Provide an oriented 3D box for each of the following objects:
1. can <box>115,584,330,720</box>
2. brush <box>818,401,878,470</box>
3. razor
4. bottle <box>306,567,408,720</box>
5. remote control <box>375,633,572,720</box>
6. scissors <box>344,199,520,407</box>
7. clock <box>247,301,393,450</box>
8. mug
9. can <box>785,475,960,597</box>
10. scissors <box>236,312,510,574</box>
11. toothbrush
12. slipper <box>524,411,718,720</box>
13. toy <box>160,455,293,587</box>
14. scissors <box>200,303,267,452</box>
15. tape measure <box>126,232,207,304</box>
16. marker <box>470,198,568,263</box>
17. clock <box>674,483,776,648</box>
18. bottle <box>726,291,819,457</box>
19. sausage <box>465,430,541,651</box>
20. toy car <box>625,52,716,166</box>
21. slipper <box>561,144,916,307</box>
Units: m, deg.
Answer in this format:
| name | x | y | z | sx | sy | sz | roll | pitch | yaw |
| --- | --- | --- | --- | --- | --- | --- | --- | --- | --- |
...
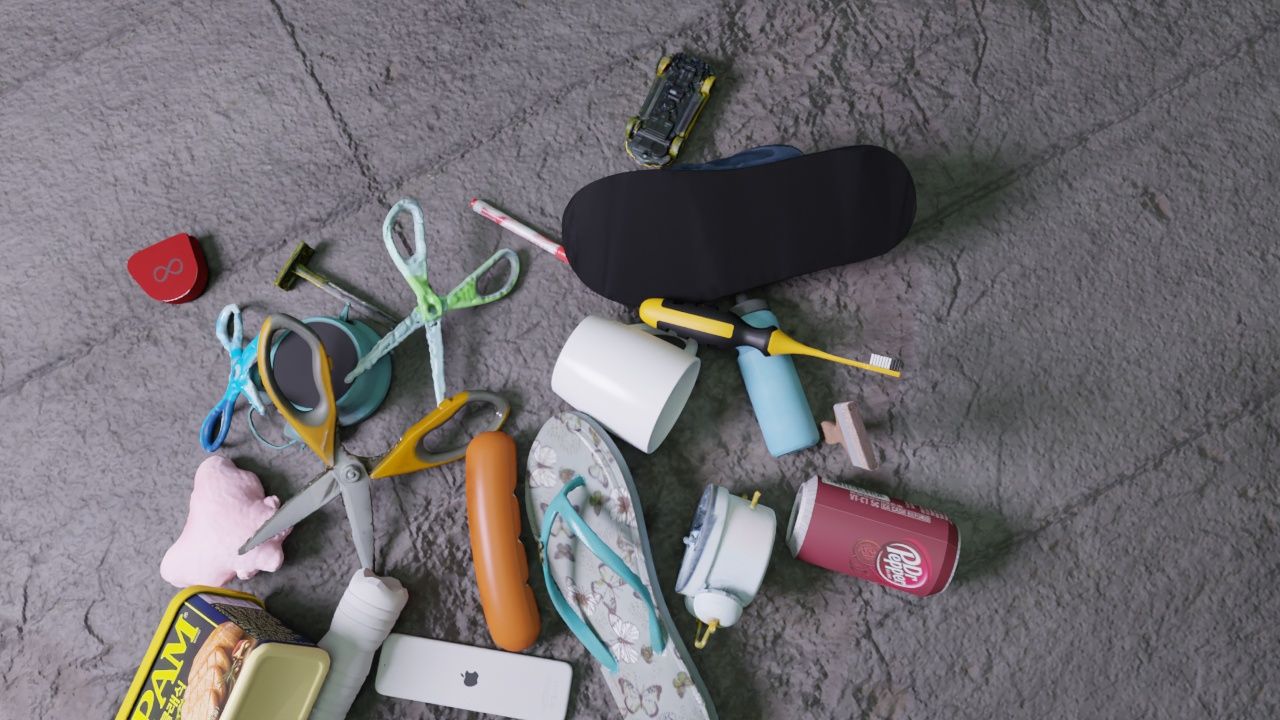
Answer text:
| name | x | y | z | sx | sy | sz | roll | pitch | yaw |
| --- | --- | --- | --- | --- | --- | --- | --- | --- | --- |
| can | -0.294 | 0.242 | 0.642 | 0.104 | 0.075 | 0.135 | 15 | 79 | 36 |
| brush | 0.140 | 0.051 | 0.647 | 0.008 | 0.143 | 0.045 | -18 | 88 | 0 |
| razor | -0.241 | -0.053 | 0.744 | 0.106 | 0.026 | 0.042 | 30 | 80 | 3 |
| bottle | -0.222 | 0.223 | 0.678 | 0.044 | 0.044 | 0.136 | 26 | 82 | 7 |
| remote control | -0.125 | 0.239 | 0.691 | 0.147 | 0.008 | 0.045 | 8 | 80 | 4 |
| scissors | -0.167 | -0.044 | 0.710 | 0.171 | 0.024 | 0.166 | -43 | 115 | -26 |
| clock | -0.255 | 0.017 | 0.715 | 0.124 | 0.053 | 0.090 | -43 | 80 | -3 |
| mug | -0.004 | 0.004 | 0.703 | 0.088 | 0.081 | 0.114 | 28 | 50 | 13 |
| can | 0.168 | 0.129 | 0.672 | 0.114 | 0.063 | 0.063 | 16 | 80 | 5 |
| scissors | -0.210 | 0.059 | 0.679 | 0.225 | 0.016 | 0.230 | -33 | 115 | -15 |
| toothbrush | 0.093 | -0.015 | 0.677 | 0.197 | 0.031 | 0.031 | 15 | 93 | 12 |
| slipper | -0.030 | 0.170 | 0.663 | 0.098 | 0.054 | 0.268 | -25 | 84 | 33 |
| toy | -0.309 | 0.127 | 0.697 | 0.093 | 0.050 | 0.102 | 10 | 77 | 7 |
| scissors | -0.316 | 0.016 | 0.712 | 0.134 | 0.011 | 0.140 | 38 | 107 | 41 |
| tape measure | -0.387 | -0.071 | 0.754 | 0.059 | 0.019 | 0.051 | -22 | 81 | 5 |
| marker | -0.078 | -0.096 | 0.749 | 0.142 | 0.013 | 0.012 | 30 | 82 | 7 |
| clock | 0.056 | 0.149 | 0.664 | 0.057 | 0.083 | 0.117 | 19 | 80 | -1 |
| bottle | 0.099 | 0.008 | 0.709 | 0.040 | 0.040 | 0.130 | -18 | 79 | -1 |
| sausage | -0.105 | 0.135 | 0.687 | 0.039 | 0.044 | 0.164 | -15 | 81 | 41 |
| toy car | 0.024 | -0.206 | 0.757 | 0.049 | 0.030 | 0.106 | 27 | 79 | 5 |
| slipper | 0.074 | -0.108 | 0.716 | 0.266 | 0.083 | 0.109 | -9 | 103 | 13 |
